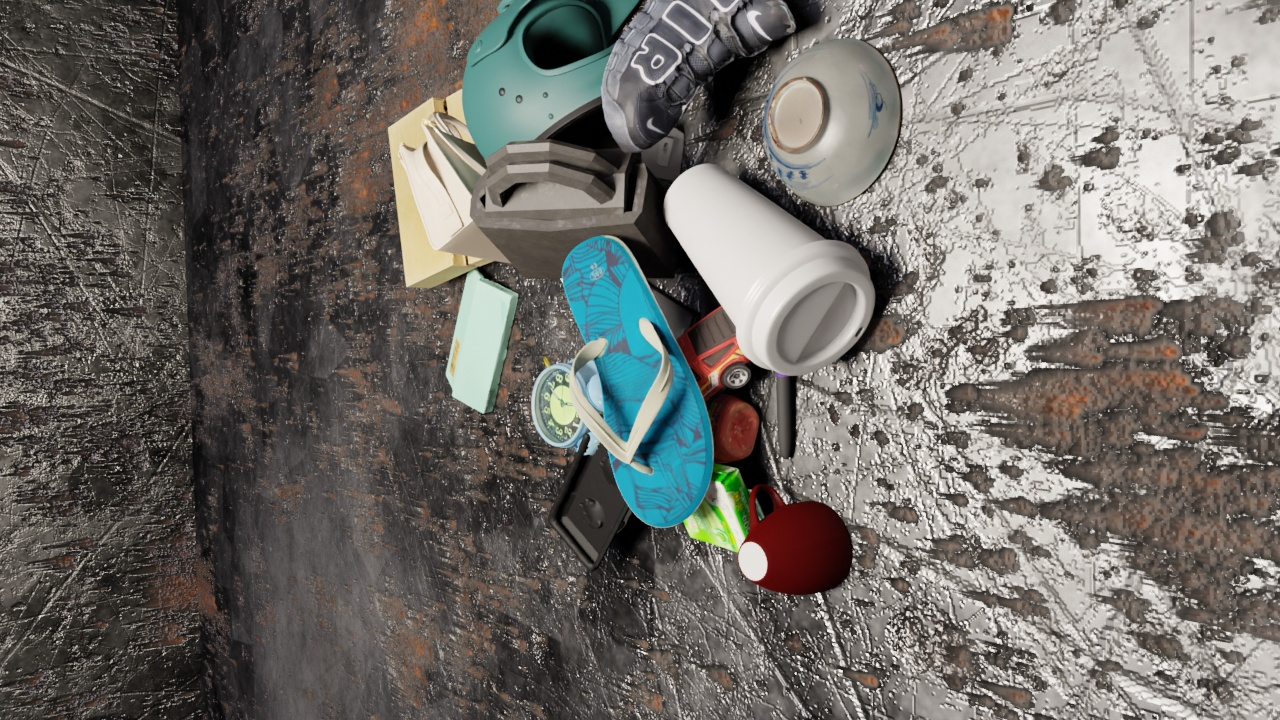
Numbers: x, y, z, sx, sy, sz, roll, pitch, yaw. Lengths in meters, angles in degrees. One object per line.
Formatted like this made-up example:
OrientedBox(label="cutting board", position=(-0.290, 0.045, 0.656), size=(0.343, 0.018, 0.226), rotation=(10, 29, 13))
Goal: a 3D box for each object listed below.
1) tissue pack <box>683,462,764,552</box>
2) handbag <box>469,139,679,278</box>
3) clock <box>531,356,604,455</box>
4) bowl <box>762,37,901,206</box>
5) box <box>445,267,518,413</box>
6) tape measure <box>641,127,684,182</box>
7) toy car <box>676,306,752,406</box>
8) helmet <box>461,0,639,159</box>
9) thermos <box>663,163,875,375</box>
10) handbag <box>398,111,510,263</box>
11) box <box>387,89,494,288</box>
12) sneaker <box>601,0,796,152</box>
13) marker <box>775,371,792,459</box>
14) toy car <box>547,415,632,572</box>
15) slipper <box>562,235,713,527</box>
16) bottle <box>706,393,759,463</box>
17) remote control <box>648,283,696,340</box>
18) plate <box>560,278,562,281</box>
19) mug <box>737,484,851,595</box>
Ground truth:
OrientedBox(label="tissue pack", position=(0.075, 0.147, 0.935), size=(0.100, 0.034, 0.114), rotation=(7, 128, 49))
OrientedBox(label="handbag", position=(-0.077, -0.169, 0.950), size=(0.197, 0.199, 0.102), rotation=(2, 72, 20))
OrientedBox(label="clock", position=(-0.068, 0.058, 1.114), size=(0.162, 0.060, 0.118), rotation=(17, 104, 44))
OrientedBox(label="bowl", position=(0.157, -0.218, 0.830), size=(0.151, 0.056, 0.151), rotation=(5, 96, 50))
OrientedBox(label="box", position=(-0.240, -0.034, 1.328), size=(0.139, 0.052, 0.187), rotation=(31, 114, 38))
OrientedBox(label="tape measure", position=(0.019, -0.225, 0.992), size=(0.020, 0.060, 0.062), rotation=(18, 102, 48))
OrientedBox(label="toy car", position=(0.042, 0.022, 0.936), size=(0.190, 0.056, 0.081), rotation=(-44, 32, 18))
OrientedBox(label="helmet", position=(-0.085, -0.328, 1.027), size=(0.276, 0.176, 0.200), rotation=(-30, 73, 35))
OrientedBox(label="thermos", position=(0.106, -0.096, 0.856), size=(0.221, 0.131, 0.132), rotation=(55, 131, 43))
OrientedBox(label="handbag", position=(-0.207, -0.223, 1.117), size=(0.101, 0.194, 0.197), rotation=(-34, 74, 24))
OrientedBox(label="box", position=(-0.253, -0.252, 1.297), size=(0.254, 0.068, 0.247), rotation=(-14, 82, 33))
OrientedBox(label="sneaker", position=(0.071, -0.302, 0.869), size=(0.151, 0.097, 0.252), rotation=(17, 79, 36))
OrientedBox(label="marker", position=(0.141, 0.030, 0.895), size=(0.015, 0.018, 0.134), rotation=(3, 97, 48))
OrientedBox(label="toy car", position=(-0.033, 0.147, 1.058), size=(0.094, 0.071, 0.192), rotation=(44, 133, 24))
OrientedBox(label="slipper", position=(-0.010, 0.018, 0.886), size=(0.118, 0.060, 0.295), rotation=(-21, 84, 22))
OrientedBox(label="bottle", position=(0.060, 0.069, 0.966), size=(0.134, 0.048, 0.071), rotation=(1, 74, 51))
OrientedBox(label="remote control", position=(0.010, -0.060, 1.043), size=(0.140, 0.021, 0.045), rotation=(35, 120, 42))
OrientedBox(label="plate", position=(-0.068, -0.153, 1.134), size=(0.157, 0.014, 0.157), rotation=(3, 93, 50))
OrientedBox(label="mug", position=(0.130, 0.168, 0.861), size=(0.087, 0.088, 0.114), rotation=(-46, 58, 41))
